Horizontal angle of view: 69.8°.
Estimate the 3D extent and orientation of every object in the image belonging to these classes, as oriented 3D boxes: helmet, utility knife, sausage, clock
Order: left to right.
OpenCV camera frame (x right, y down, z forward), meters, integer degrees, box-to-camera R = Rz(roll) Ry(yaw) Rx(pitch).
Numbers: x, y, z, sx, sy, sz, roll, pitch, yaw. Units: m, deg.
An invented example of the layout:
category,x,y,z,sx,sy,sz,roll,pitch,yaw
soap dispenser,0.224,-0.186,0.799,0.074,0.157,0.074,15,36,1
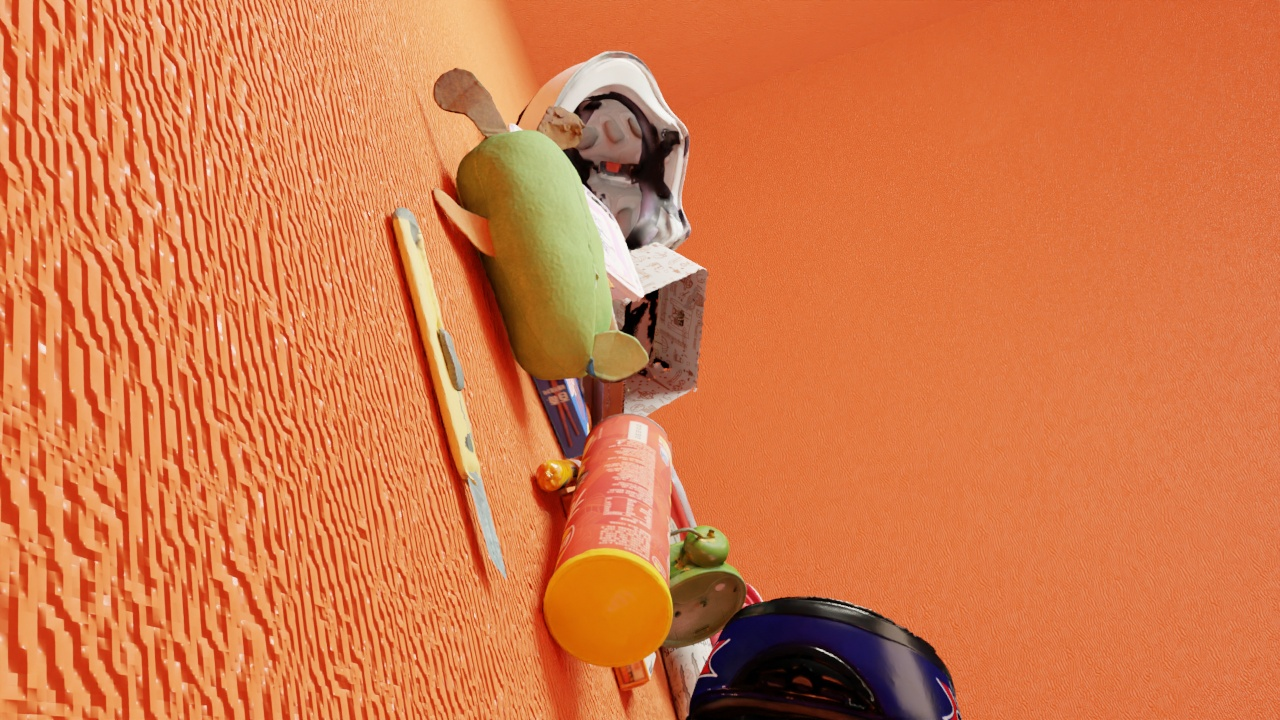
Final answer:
category,x,y,z,sx,sy,sz,roll,pitch,yaw
utility knife,-0.094,0.010,0.440,0.031,0.020,0.195,46,30,-73
sausage,-0.057,0.084,0.680,0.165,0.021,0.021,58,14,-83
helmet,-0.063,-0.217,1.061,0.146,0.228,0.259,11,-55,42
clock,0.046,0.235,0.969,0.056,0.116,0.161,-123,-166,-48
helmet,0.147,0.357,0.741,0.316,0.248,0.239,66,32,-51

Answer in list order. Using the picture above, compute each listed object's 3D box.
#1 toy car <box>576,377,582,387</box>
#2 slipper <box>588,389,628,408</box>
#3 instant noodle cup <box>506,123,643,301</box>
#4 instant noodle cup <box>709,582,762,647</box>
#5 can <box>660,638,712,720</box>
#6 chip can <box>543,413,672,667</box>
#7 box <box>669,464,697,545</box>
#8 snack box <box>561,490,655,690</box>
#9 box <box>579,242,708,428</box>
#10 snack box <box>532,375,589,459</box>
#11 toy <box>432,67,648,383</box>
category,x,y,z,sx,sy,sz,roll,pitch,yaw
toy car,-0.076,-0.021,1.110,0.054,0.037,0.120,70,12,-70
slipper,-0.027,0.051,1.201,0.091,0.081,0.191,-111,-176,-61
instant noodle cup,-0.079,-0.123,0.858,0.173,0.060,0.138,38,25,-48
instant noodle cup,0.097,0.367,1.114,0.194,0.065,0.194,-176,-90,-70
can,0.061,0.360,1.029,0.146,0.058,0.058,-107,178,-47
chip can,-0.014,0.104,0.600,0.216,0.073,0.073,-84,156,-71
box,0.010,0.191,1.063,0.102,0.095,0.201,15,-51,59
snack box,-0.024,0.174,0.725,0.075,0.026,0.153,54,18,-84
box,-0.018,0.003,0.988,0.271,0.130,0.179,-58,157,-52
snack box,-0.080,-0.001,0.794,0.084,0.026,0.157,-105,176,-61
toy,-0.078,-0.095,0.687,0.226,0.090,0.246,12,60,-57
